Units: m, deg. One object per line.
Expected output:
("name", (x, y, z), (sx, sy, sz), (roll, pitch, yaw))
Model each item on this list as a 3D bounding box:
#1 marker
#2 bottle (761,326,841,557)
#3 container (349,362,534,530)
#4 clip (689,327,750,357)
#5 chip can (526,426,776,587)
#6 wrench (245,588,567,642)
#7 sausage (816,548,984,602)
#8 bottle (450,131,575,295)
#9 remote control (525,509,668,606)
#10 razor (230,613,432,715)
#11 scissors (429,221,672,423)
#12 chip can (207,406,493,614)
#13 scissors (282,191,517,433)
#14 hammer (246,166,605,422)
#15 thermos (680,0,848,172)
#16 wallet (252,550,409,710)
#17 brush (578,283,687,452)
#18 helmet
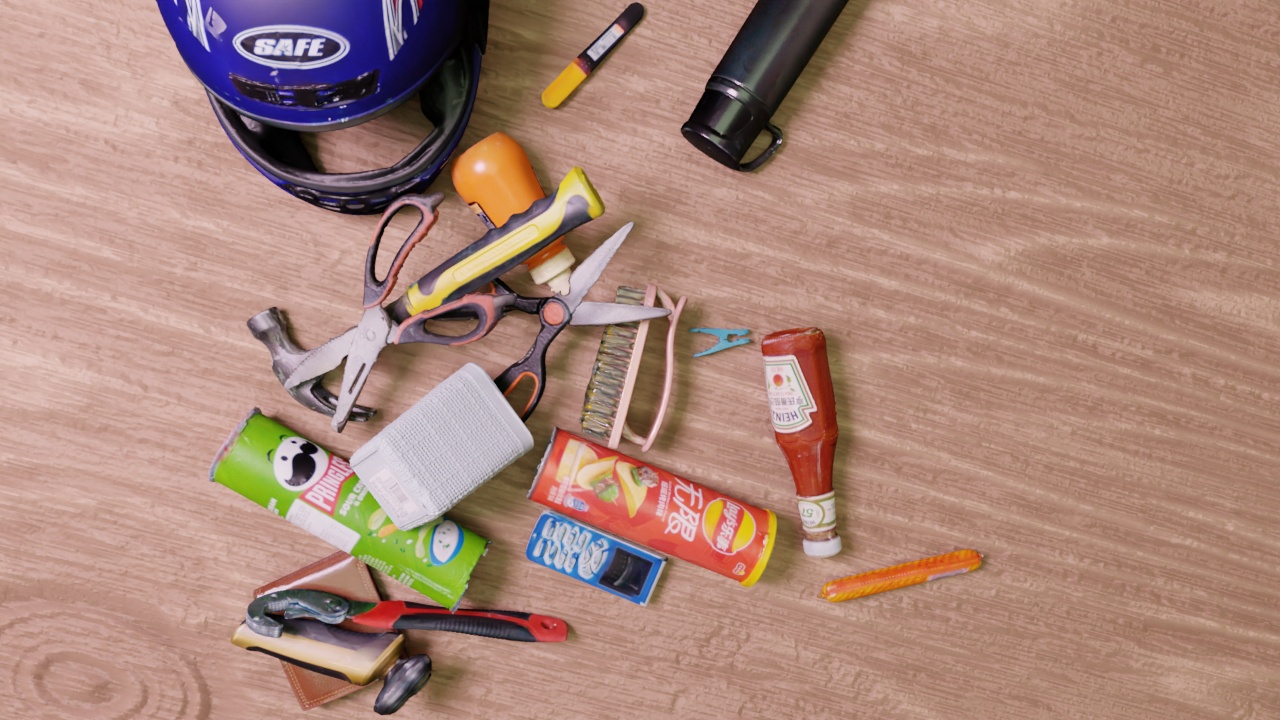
("marker", (-0.042, -0.269, 0.808), (0.018, 0.015, 0.124), (44, 87, -8))
("bottle", (0.150, 0.074, 0.825), (0.060, 0.060, 0.206), (-9, 96, -4))
("container", (-0.167, 0.075, 0.760), (0.111, 0.090, 0.090), (-40, 97, -38))
("clip", (0.073, -0.020, 0.835), (0.055, 0.013, 0.038), (-9, 95, -5))
("chip can", (0.011, 0.128, 0.811), (0.216, 0.073, 0.073), (23, 92, -5))
("wrench", (-0.195, 0.224, 0.797), (0.273, 0.056, 0.016), (9, 110, -19))
("sausage", (0.244, 0.202, 0.860), (0.165, 0.021, 0.021), (-12, 95, -4))
("bottle", (-0.101, -0.120, 0.793), (0.067, 0.067, 0.149), (-33, 103, -2))
("remote control", (-0.040, 0.178, 0.834), (0.125, 0.024, 0.049), (24, 92, -5))
("razor", (-0.261, 0.252, 0.779), (0.167, 0.062, 0.067), (17, 59, -5))
("scissors", (-0.088, -0.030, 0.784), (0.221, 0.021, 0.229), (19, 107, 12))
("chip can", (-0.246, 0.130, 0.791), (0.236, 0.072, 0.072), (31, 91, -7))
("scissors", (-0.203, -0.036, 0.749), (0.226, 0.015, 0.189), (-6, 102, 9))
("hammer", (-0.172, -0.055, 0.765), (0.324, 0.031, 0.126), (-29, 98, 13))
("thermos", (0.131, -0.281, 0.802), (0.090, 0.068, 0.242), (30, 93, -38))
("wallet", (-0.273, 0.238, 0.817), (0.101, 0.032, 0.124), (-22, 96, -6))
("brush", (-0.005, 0.005, 0.806), (0.073, 0.063, 0.145), (15, 91, -2))
("helmet", (-0.236, -0.273, 0.680), (0.247, 0.240, 0.315), (-2, 95, -3))
